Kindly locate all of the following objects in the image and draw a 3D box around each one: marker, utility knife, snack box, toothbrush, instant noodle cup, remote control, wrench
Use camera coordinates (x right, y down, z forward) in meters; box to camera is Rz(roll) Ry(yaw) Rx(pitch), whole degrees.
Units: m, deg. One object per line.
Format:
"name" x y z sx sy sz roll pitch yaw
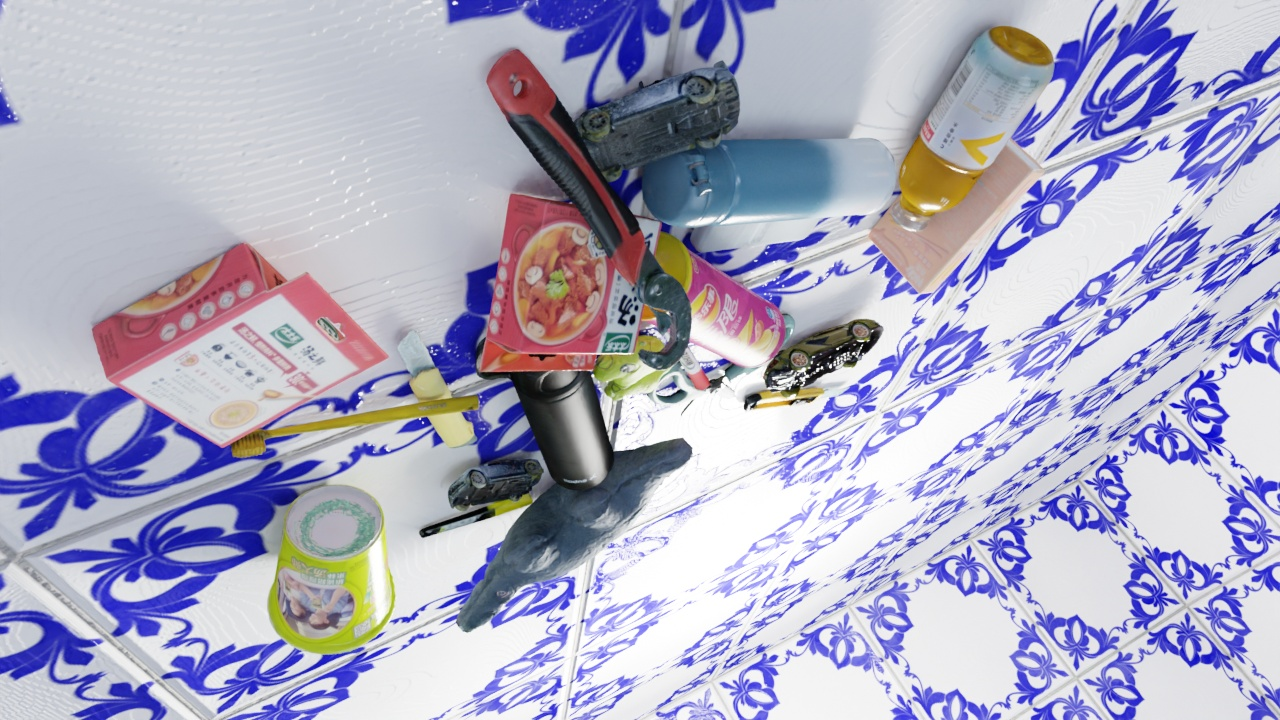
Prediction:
"marker" 0.039 -0.011 0.874 0.017 0.017 0.145 -33 145 1
"utility knife" -0.165 0.031 0.751 0.031 0.021 0.205 -31 159 -13
"snack box" -0.048 -0.047 0.652 0.113 0.044 0.127 -1 107 -47
"snack box" 0.292 -0.146 0.864 0.026 0.084 0.158 -11 146 -42
"utility knife" 0.203 0.047 1.167 0.215 0.015 0.033 -4 144 -43
"toothbrush" -0.216 0.049 0.709 0.189 0.016 0.016 -9 149 -28
"instant noodle cup" -0.266 0.175 0.798 0.111 0.111 0.124 -14 140 -32
"marker" -0.173 0.163 0.969 0.124 0.015 0.018 -16 147 -24
"snack box" -0.242 -0.011 0.570 0.127 0.044 0.113 -29 152 -4
"remote control" 0.103 -0.121 0.777 0.135 0.020 0.056 -12 148 -35
"wrench" -0.023 -0.089 0.611 0.056 0.016 0.273 -46 135 -15

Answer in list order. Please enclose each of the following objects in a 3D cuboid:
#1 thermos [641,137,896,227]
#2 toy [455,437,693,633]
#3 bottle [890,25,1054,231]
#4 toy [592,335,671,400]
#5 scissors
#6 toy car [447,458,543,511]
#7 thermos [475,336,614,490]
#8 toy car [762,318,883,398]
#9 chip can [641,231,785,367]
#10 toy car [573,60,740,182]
"thermos" 0.101 -0.138 0.703 0.220 0.070 0.070 -10 146 -35
"toy" -0.069 0.174 0.988 0.357 0.091 0.137 -41 -177 21
"bottle" 0.276 -0.191 0.789 0.067 0.068 0.190 -16 149 -30
"toy" -0.005 0.005 0.862 0.096 0.031 0.100 -16 153 -28
"scissors" 0.081 0.006 0.968 0.172 0.019 0.169 -45 152 25
"toy car" -0.144 0.119 0.904 0.105 0.031 0.049 -4 141 -45
"thermos" -0.081 0.039 0.815 0.090 0.068 0.243 -1 150 6
"toy car" 0.211 -0.006 1.057 0.158 0.042 0.070 -21 151 -19
"chip can" 0.057 -0.046 0.797 0.071 0.071 0.210 -41 152 16
"toy car" 0.008 -0.157 0.603 0.120 0.036 0.054 -22 154 1
